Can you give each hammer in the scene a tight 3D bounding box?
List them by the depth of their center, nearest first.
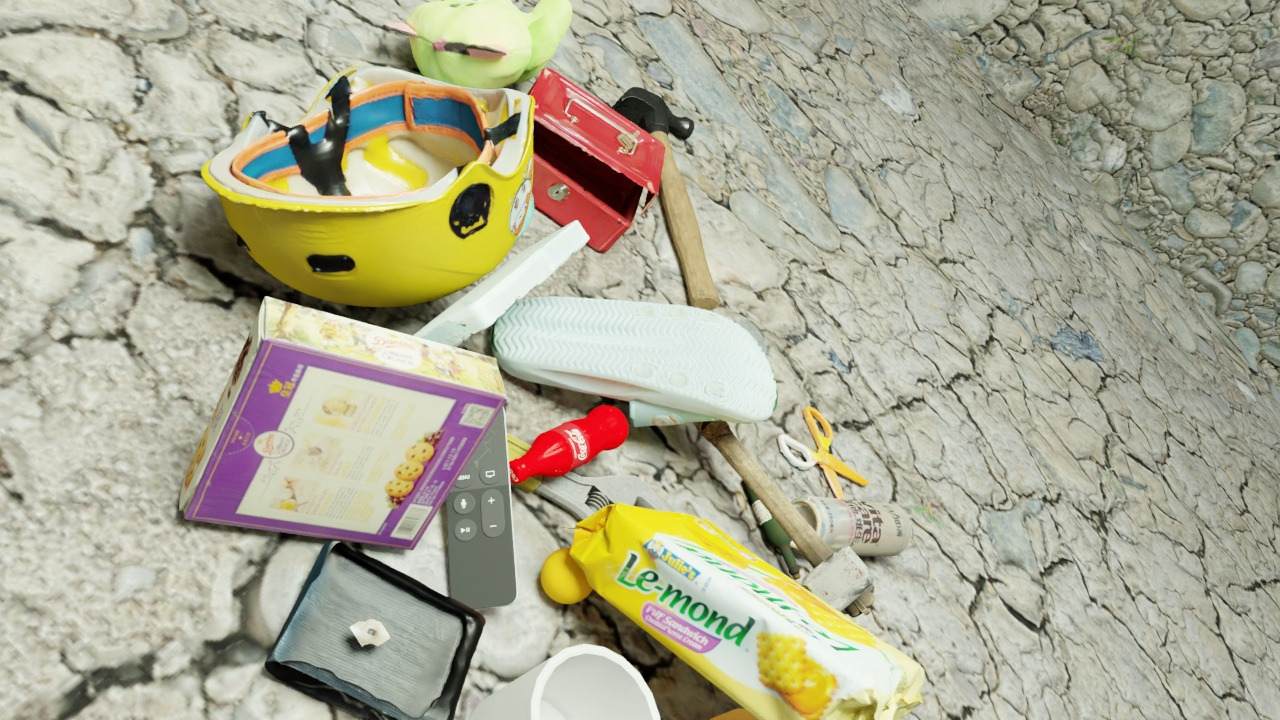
[{"bbox_3d":[0.092,0.092,0.805,0.318,0.049,0.121,51,4,24],"label":"hammer"},{"bbox_3d":[0.036,-0.188,1.041,0.132,0.040,0.305,15,49,-38],"label":"hammer"}]

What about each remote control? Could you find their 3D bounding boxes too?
[{"bbox_3d":[-0.113,0.100,0.643,0.045,0.008,0.146,-7,67,-1],"label":"remote control"}]

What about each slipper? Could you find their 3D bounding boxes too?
[{"bbox_3d":[-0.005,0.005,0.781,0.245,0.074,0.103,10,50,-3],"label":"slipper"}]

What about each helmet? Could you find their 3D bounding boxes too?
[{"bbox_3d":[-0.186,-0.108,0.671,0.209,0.140,0.239,16,42,22],"label":"helmet"}]

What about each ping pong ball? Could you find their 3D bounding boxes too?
[{"bbox_3d":[-0.052,0.156,0.664,0.040,0.040,0.040,24,44,-26],"label":"ping pong ball"}]

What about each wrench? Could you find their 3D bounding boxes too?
[{"bbox_3d":[-0.092,0.077,0.710,0.273,0.018,0.083,33,41,-18],"label":"wrench"}]

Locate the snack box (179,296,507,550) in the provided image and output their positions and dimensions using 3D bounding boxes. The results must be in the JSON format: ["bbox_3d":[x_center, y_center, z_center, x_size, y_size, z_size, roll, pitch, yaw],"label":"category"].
[{"bbox_3d":[-0.178,0.046,0.553,0.148,0.144,0.040,17,31,-33],"label":"snack box"}]

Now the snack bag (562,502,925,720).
[{"bbox_3d":[0.073,0.181,0.639,0.247,0.068,0.159,30,4,32],"label":"snack bag"}]

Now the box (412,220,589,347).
[{"bbox_3d":[-0.117,-0.036,0.664,0.041,0.135,0.196,54,27,-9],"label":"box"}]

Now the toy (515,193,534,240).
[{"bbox_3d":[-0.142,-0.152,0.849,0.084,0.033,0.105,-31,79,-37],"label":"toy"}]

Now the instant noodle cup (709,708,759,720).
[{"bbox_3d":[0.114,0.303,0.640,0.121,0.124,0.123,13,50,-45],"label":"instant noodle cup"}]

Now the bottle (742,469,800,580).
[{"bbox_3d":[0.123,0.151,0.843,0.025,0.025,0.106,2,57,-42],"label":"bottle"}]

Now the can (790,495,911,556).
[{"bbox_3d":[0.198,0.160,0.881,0.135,0.054,0.054,11,51,-37],"label":"can"}]

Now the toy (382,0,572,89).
[{"bbox_3d":[-0.154,-0.314,0.912,0.150,0.107,0.196,17,40,19],"label":"toy"}]

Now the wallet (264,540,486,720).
[{"bbox_3d":[-0.159,0.171,0.562,0.115,0.026,0.089,34,40,-17],"label":"wallet"}]

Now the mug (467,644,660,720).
[{"bbox_3d":[-0.048,0.245,0.552,0.091,0.090,0.121,21,46,-30],"label":"mug"}]

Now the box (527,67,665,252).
[{"bbox_3d":[-0.063,-0.204,0.926,0.157,0.093,0.129,31,39,-14],"label":"box"}]

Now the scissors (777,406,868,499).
[{"bbox_3d":[0.188,0.102,0.955,0.128,0.011,0.125,5,54,-38],"label":"scissors"}]

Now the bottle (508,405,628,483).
[{"bbox_3d":[-0.057,0.067,0.704,0.118,0.036,0.036,-22,75,-50],"label":"bottle"}]
